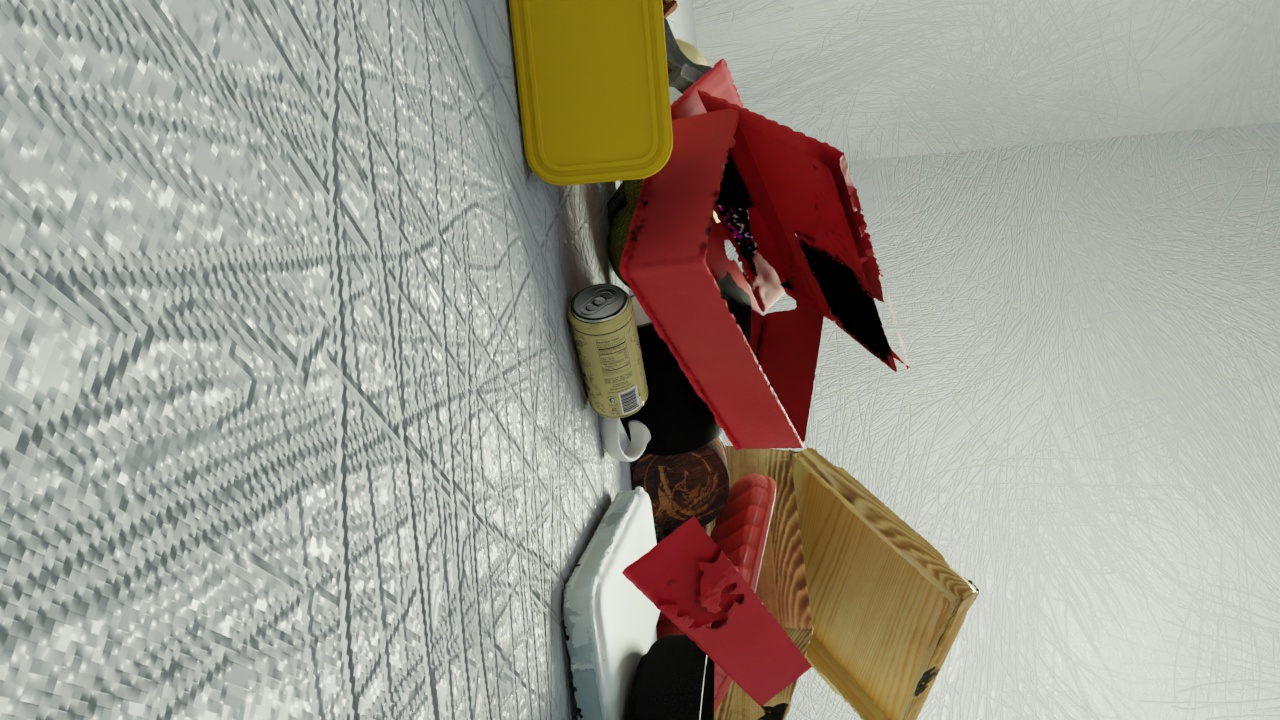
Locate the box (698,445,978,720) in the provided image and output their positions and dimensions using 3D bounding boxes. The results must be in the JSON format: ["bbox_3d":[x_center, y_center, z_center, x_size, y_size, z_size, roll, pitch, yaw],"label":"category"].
[{"bbox_3d":[0.178,0.258,0.975,0.268,0.264,0.280,-89,-179,-52],"label":"box"}]

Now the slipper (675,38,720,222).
[{"bbox_3d":[0.038,-0.205,0.945,0.262,0.111,0.079,71,37,-51],"label":"slipper"}]

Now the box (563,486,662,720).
[{"bbox_3d":[-0.007,0.190,0.568,0.208,0.038,0.190,-37,121,-80],"label":"box"}]

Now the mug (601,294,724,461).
[{"bbox_3d":[0.007,0.014,0.650,0.118,0.085,0.100,-47,131,-39],"label":"mug"}]

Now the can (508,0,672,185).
[{"bbox_3d":[-0.022,-0.160,0.485,0.101,0.072,0.131,-71,157,-79],"label":"can"}]

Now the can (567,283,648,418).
[{"bbox_3d":[-0.019,-0.005,0.555,0.038,0.038,0.080,-86,170,-47],"label":"can"}]

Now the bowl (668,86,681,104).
[{"bbox_3d":[0.022,-0.219,0.814,0.117,0.061,0.117,178,-81,-89],"label":"bowl"}]

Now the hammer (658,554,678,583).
[{"bbox_3d":[0.026,0.307,0.809,0.170,0.034,0.323,78,10,-46],"label":"hammer"}]

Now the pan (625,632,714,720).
[{"bbox_3d":[0.012,0.329,0.491,0.204,0.044,0.355,67,27,-72],"label":"pan"}]

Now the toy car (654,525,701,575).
[{"bbox_3d":[0.033,0.169,0.858,0.111,0.047,0.047,-86,172,-74],"label":"toy car"}]

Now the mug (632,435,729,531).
[{"bbox_3d":[0.029,0.079,0.804,0.116,0.080,0.107,59,9,-4],"label":"mug"}]

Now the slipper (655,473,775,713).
[{"bbox_3d":[0.046,0.191,0.736,0.104,0.059,0.248,-45,-161,58],"label":"slipper"}]

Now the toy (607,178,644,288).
[{"bbox_3d":[0.017,-0.114,0.736,0.152,0.078,0.180,-79,167,-52],"label":"toy"}]

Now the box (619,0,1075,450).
[{"bbox_3d":[0.156,-0.169,0.655,0.466,0.138,0.214,-57,140,-21],"label":"box"}]

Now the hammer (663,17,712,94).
[{"bbox_3d":[-0.010,-0.327,0.683,0.111,0.028,0.300,16,55,-40],"label":"hammer"}]

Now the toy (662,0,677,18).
[{"bbox_3d":[-0.017,-0.256,0.734,0.090,0.070,0.103,146,-36,-83],"label":"toy"}]
